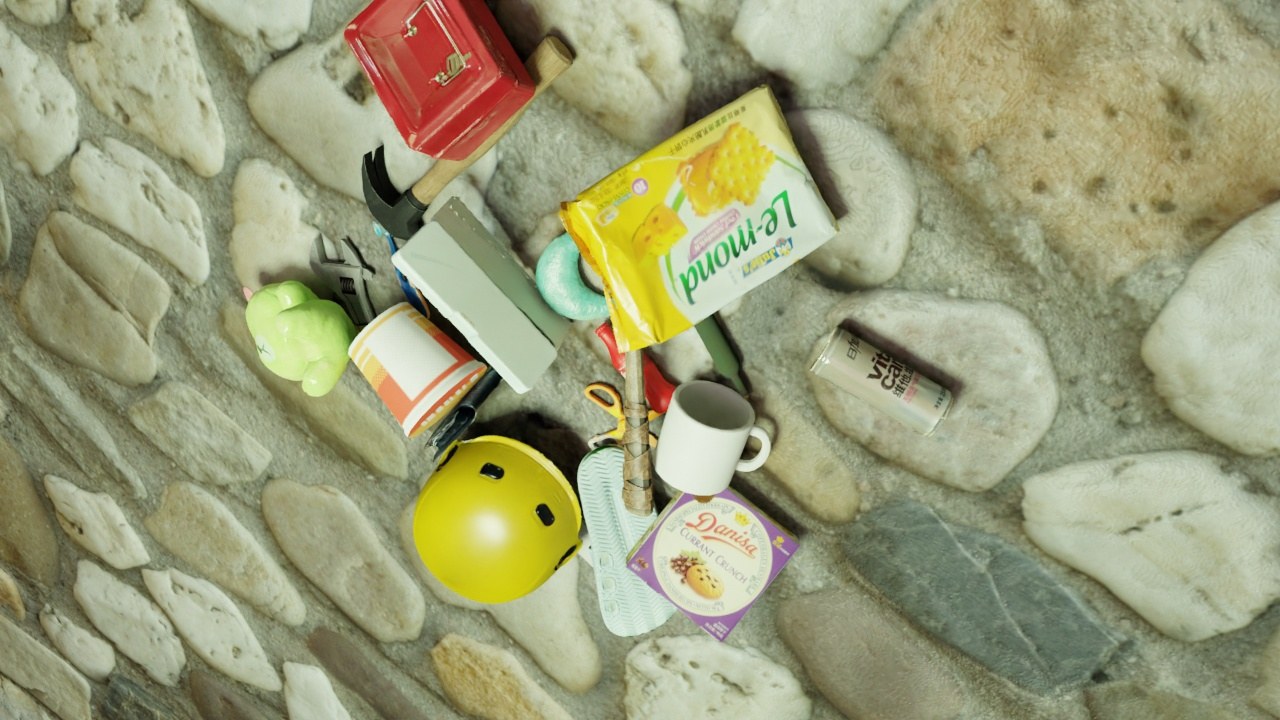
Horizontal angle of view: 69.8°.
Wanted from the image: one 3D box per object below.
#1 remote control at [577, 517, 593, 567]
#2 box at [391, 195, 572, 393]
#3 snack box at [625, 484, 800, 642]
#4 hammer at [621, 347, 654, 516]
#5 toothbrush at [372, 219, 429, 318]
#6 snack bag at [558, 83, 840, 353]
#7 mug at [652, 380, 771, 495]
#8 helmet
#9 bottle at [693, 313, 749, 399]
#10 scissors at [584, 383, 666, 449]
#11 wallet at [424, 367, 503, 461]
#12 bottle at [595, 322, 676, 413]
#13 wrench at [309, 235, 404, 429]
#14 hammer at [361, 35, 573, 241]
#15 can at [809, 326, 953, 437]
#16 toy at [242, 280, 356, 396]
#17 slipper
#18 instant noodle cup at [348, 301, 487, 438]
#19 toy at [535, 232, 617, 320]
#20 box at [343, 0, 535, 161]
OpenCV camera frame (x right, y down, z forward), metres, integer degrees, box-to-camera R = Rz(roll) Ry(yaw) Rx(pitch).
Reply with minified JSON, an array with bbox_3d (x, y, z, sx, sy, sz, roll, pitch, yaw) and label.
[{"bbox_3d":[-0.092,0.213,1.189,0.146,0.008,0.045,45,124,-4],"label":"remote control"},{"bbox_3d":[-0.159,-0.074,0.976,0.041,0.134,0.197,-24,115,42],"label":"box"},{"bbox_3d":[0.082,0.221,1.058,0.143,0.040,0.148,38,92,-1],"label":"snack box"},{"bbox_3d":[-0.007,0.014,0.974,0.122,0.048,0.319,16,113,47],"label":"hammer"},{"bbox_3d":[-0.287,-0.109,1.101,0.022,0.017,0.135,-9,112,37],"label":"toothbrush"},{"bbox_3d":[0.052,-0.131,0.851,0.247,0.068,0.159,-32,108,-10],"label":"snack bag"},{"bbox_3d":[0.083,0.088,1.005,0.121,0.090,0.090,14,122,-4],"label":"mug"},{"bbox_3d":[-0.187,0.208,1.117,0.209,0.139,0.241,40,144,0],"label":"helmet"},{"bbox_3d":[0.090,-0.004,0.988,0.025,0.025,0.106,-22,105,31],"label":"bottle"},{"bbox_3d":[-0.020,0.079,1.087,0.125,0.011,0.128,35,126,4],"label":"scissors"},{"bbox_3d":[-0.216,0.063,1.118,0.026,0.089,0.115,41,123,-8],"label":"wallet"},{"bbox_3d":[-0.006,0.006,1.028,0.119,0.036,0.036,48,123,-5],"label":"bottle"},{"bbox_3d":[-0.344,-0.030,1.165,0.084,0.018,0.273,-6,113,26],"label":"wrench"},{"bbox_3d":[-0.186,-0.236,0.983,0.306,0.040,0.132,-36,101,32],"label":"hammer"},{"bbox_3d":[0.242,0.022,0.920,0.135,0.054,0.054,32,123,6],"label":"can"},{"bbox_3d":[-0.420,-0.034,1.137,0.197,0.107,0.150,27,139,52],"label":"toy"},{"bbox_3d":[-0.016,0.216,1.114,0.104,0.074,0.245,-14,101,-3],"label":"slipper"},{"bbox_3d":[-0.271,0.006,1.096,0.121,0.123,0.124,46,124,2],"label":"instant noodle cup"},{"bbox_3d":[-0.072,-0.089,1.013,0.085,0.033,0.105,-20,109,16],"label":"toy"},{"bbox_3d":[-0.195,-0.293,0.901,0.130,0.092,0.157,-34,79,24],"label":"box"}]
